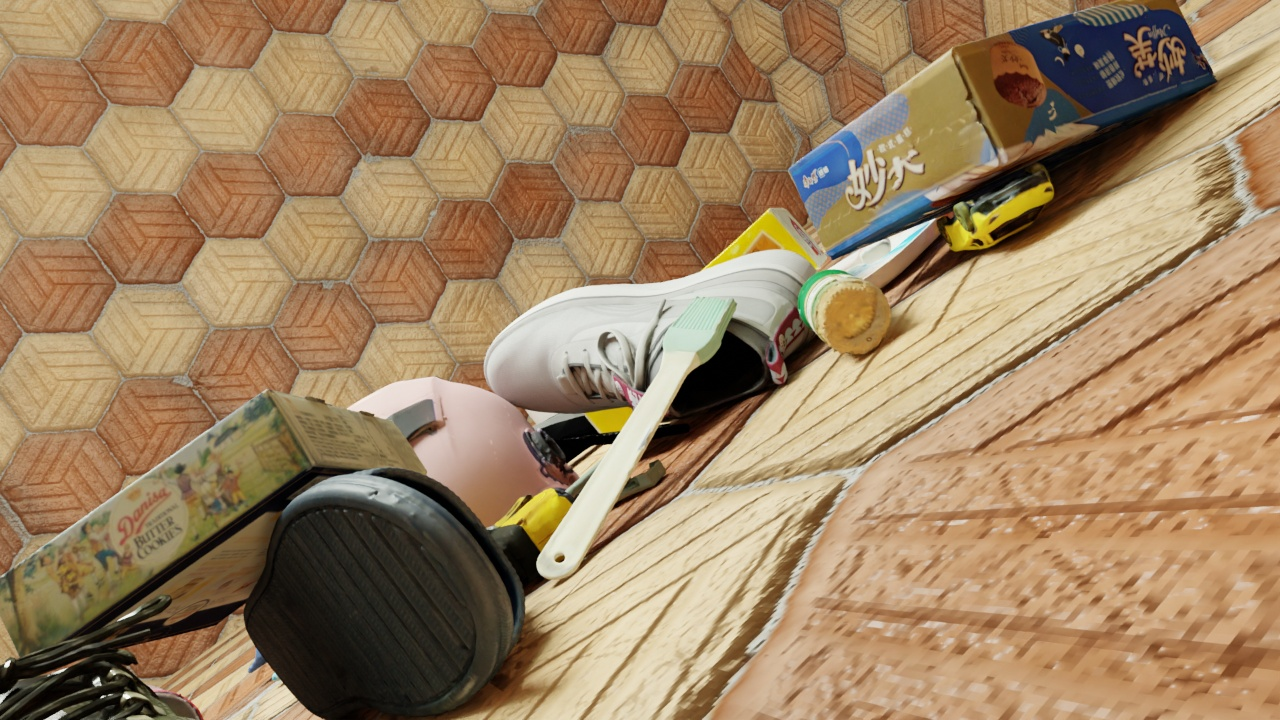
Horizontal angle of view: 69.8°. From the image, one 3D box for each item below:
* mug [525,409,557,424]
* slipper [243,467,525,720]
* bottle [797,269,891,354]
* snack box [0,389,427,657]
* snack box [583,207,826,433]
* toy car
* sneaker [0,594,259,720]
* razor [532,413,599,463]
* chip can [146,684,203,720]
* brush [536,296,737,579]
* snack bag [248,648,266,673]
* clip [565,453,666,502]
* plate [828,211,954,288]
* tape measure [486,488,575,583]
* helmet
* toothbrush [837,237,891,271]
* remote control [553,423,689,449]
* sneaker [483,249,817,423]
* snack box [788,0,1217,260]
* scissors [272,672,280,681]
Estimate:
[{"bbox_3d":[-0.064,0.039,0.991,0.114,0.087,0.081,-35,3,-15],"label":"mug"},{"bbox_3d":[-0.114,0.101,0.421,0.082,0.101,0.264,-38,1,-40],"label":"slipper"},{"bbox_3d":[0.114,-0.029,0.518,0.043,0.043,0.111,-34,3,9],"label":"bottle"},{"bbox_3d":[-0.190,0.077,0.434,0.145,0.042,0.144,-34,-10,-1],"label":"snack box"},{"bbox_3d":[0.049,-0.031,0.782,0.231,0.061,0.110,-41,-2,17],"label":"snack box"},{"bbox_3d":[0.196,-0.081,0.507,0.049,0.030,0.106,-27,-5,10],"label":"toy car"},{"bbox_3d":[-0.185,0.128,0.304,0.239,0.143,0.100,-32,3,39],"label":"sneaker"},{"bbox_3d":[-0.062,0.069,0.877,0.060,0.057,0.155,12,37,40],"label":"razor"},{"bbox_3d":[-0.372,0.280,0.684,0.073,0.073,0.234,-37,4,-35],"label":"chip can"},{"bbox_3d":[0.002,0.033,0.505,0.033,0.012,0.217,4,43,30],"label":"brush"},{"bbox_3d":[-0.274,0.189,0.857,0.206,0.102,0.158,-57,-12,24],"label":"snack bag"},{"bbox_3d":[-0.016,0.077,0.534,0.078,0.049,0.023,-53,-10,34],"label":"clip"},{"bbox_3d":[0.161,-0.059,0.731,0.188,0.016,0.186,-32,4,47],"label":"plate"},{"bbox_3d":[-0.063,0.096,0.500,0.064,0.037,0.066,-36,3,-25],"label":"tape measure"},{"bbox_3d":[-0.166,0.100,0.640,0.230,0.152,0.255,-31,9,4],"label":"helmet"},{"bbox_3d":[0.104,-0.036,0.672,0.181,0.015,0.018,-34,9,19],"label":"toothbrush"},{"bbox_3d":[-0.019,0.054,0.654,0.030,0.009,0.140,-6,-4,-35],"label":"remote control"},{"bbox_3d":[-0.004,0.004,0.634,0.264,0.097,0.128,-12,23,23],"label":"sneaker"},{"bbox_3d":[0.221,-0.145,0.572,0.202,0.069,0.155,-23,-2,-27],"label":"snack box"},{"bbox_3d":[-0.255,0.230,0.800,0.140,0.013,0.115,-37,0,-21],"label":"scissors"}]
